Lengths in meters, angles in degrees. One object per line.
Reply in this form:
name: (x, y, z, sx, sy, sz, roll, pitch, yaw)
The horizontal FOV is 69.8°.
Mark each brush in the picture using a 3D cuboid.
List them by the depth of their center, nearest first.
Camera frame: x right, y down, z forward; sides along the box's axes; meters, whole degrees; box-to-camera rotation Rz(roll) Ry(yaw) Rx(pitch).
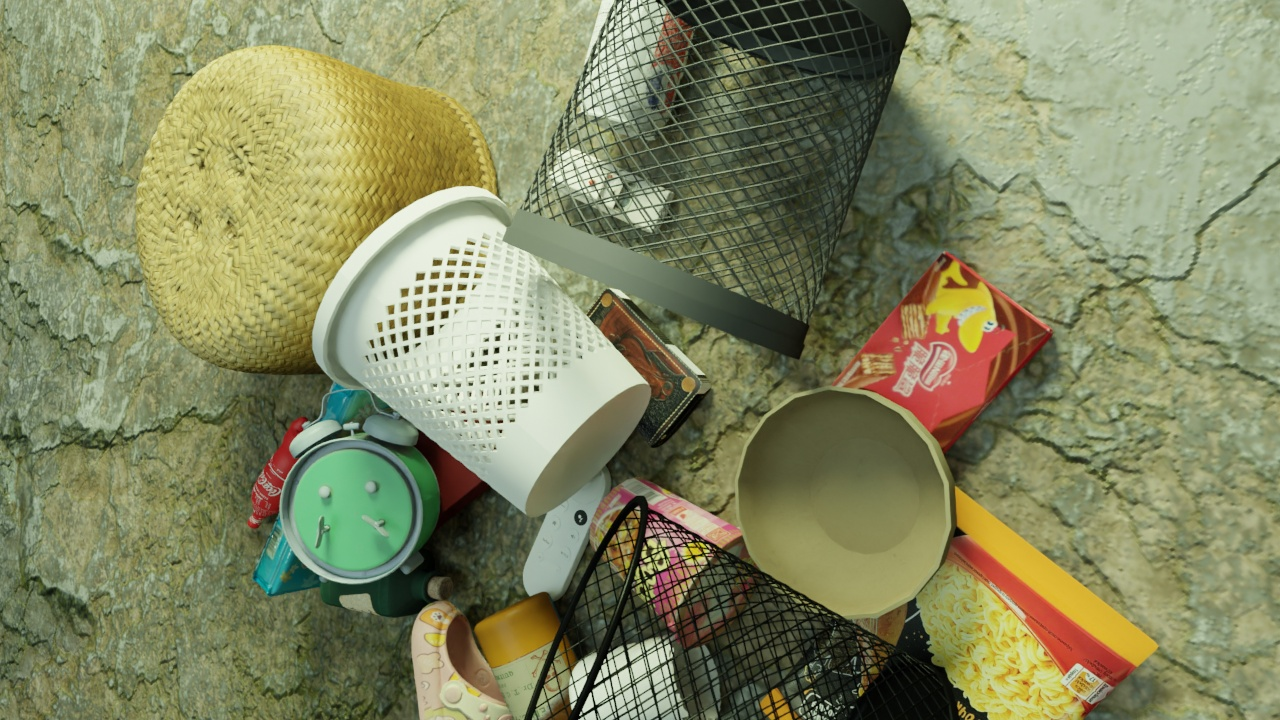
brush: (-0.179, 0.099, 0.839, 0.174, 0.041, 0.082, -39, 69, 23)

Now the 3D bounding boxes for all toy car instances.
toy car: (-0.028, -0.144, 0.764, 0.113, 0.039, 0.039, 29, 101, 29)

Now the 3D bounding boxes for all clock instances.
clock: (-0.240, 0.104, 0.781, 0.122, 0.075, 0.161, -7, 92, 5)

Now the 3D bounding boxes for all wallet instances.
wallet: (-0.004, 0.004, 0.753, 0.123, 0.019, 0.072, 47, 111, 24)

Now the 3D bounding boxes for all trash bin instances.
trash bin: (0.057, 0.207, 0.543, 0.210, 0.184, 0.184, 25, 102, -5)
trash bin: (0.049, -0.147, 0.624, 0.218, 0.217, 0.227, 25, 95, 29)
trash bin: (-0.109, 0.004, 0.712, 0.199, 0.195, 0.196, 41, 108, 16)

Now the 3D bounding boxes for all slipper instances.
slipper: (-0.138, 0.299, 0.779, 0.081, 0.093, 0.197, -16, 83, 11)

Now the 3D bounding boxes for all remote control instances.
remote control: (-0.063, 0.145, 0.784, 0.043, 0.013, 0.136, 29, 102, 29)

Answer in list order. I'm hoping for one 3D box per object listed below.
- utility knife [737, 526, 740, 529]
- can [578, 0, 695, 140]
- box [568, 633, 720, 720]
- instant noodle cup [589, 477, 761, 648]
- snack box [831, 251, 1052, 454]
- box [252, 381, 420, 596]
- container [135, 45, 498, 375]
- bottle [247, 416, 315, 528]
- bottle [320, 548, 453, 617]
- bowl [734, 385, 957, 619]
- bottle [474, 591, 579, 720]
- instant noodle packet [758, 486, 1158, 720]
utility knife: (0.113, 0.118, 0.680, 0.126, 0.015, 0.022, -20, 75, 30)
can: (0.000, -0.252, 0.732, 0.078, 0.078, 0.136, 20, 97, 30)
box: (0.026, 0.277, 0.688, 0.140, 0.083, 0.141, -25, 69, 26)
instant noodle cup: (0.022, 0.145, 0.693, 0.109, 0.097, 0.098, 31, 103, 37)
snack box: (0.201, 0.004, 0.630, 0.089, 0.021, 0.133, 45, 109, 25)
box: (-0.288, 0.116, 0.872, 0.041, 0.094, 0.227, 32, 103, 27)
container: (-0.306, -0.131, 0.842, 0.308, 0.196, 0.307, -1, 88, 30)
bottle: (-0.370, 0.120, 0.951, 0.042, 0.041, 0.142, 45, 109, 25)
bottle: (-0.230, 0.203, 0.851, 0.131, 0.061, 0.061, 0, 85, 31)
bowl: (0.142, 0.093, 0.619, 0.153, 0.050, 0.152, -1, 88, 37)
bottle: (-0.074, 0.274, 0.748, 0.068, 0.067, 0.157, -29, 82, 26)
instant noodle packet: (0.198, 0.213, 0.613, 0.160, 0.032, 0.221, 41, 107, 28)
